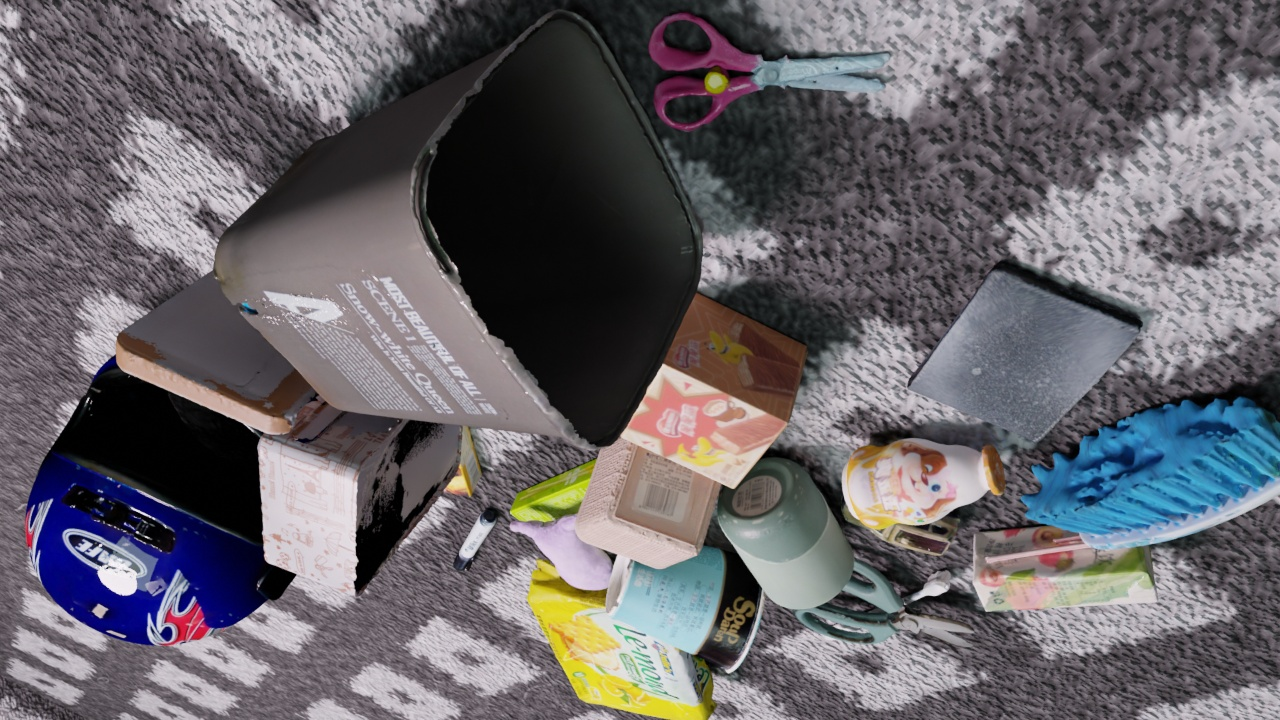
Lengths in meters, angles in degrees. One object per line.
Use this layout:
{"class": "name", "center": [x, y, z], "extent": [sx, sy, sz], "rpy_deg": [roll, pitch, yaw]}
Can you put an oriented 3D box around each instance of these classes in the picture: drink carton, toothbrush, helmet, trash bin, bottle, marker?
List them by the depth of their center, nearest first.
{"class": "trash bin", "center": [-0.114, -0.064, 0.559], "extent": [0.220, 0.198, 0.199], "rpy_deg": [-5, 132, 35]}
{"class": "bottle", "center": [0.205, 0.087, 0.667], "extent": [0.109, 0.063, 0.063], "rpy_deg": [-15, 127, 34]}
{"class": "drink carton", "center": [0.318, 0.154, 0.695], "extent": [0.123, 0.053, 0.045], "rpy_deg": [-14, 127, 33]}
{"class": "toothbrush", "center": [0.223, 0.229, 0.845], "extent": [0.016, 0.016, 0.181], "rpy_deg": [37, 139, -2]}
{"class": "helmet", "center": [-0.432, 0.130, 0.854], "extent": [0.247, 0.239, 0.316], "rpy_deg": [25, 138, -6]}
{"class": "marker", "center": [-0.175, 0.193, 0.973], "extent": [0.022, 0.018, 0.131], "rpy_deg": [22, 140, -12]}

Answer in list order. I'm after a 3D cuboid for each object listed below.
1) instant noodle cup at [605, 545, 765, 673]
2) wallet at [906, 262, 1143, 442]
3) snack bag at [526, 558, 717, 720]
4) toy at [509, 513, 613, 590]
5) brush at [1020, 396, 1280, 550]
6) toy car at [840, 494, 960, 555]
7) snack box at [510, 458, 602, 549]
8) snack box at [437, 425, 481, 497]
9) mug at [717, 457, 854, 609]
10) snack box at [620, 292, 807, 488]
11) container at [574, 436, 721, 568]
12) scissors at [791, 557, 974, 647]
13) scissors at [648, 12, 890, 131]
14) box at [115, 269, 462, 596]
{"class": "instant noodle cup", "center": [0.036, 0.205, 0.817], "extent": [0.120, 0.111, 0.111], "rpy_deg": [20, 139, -7]}
{"class": "wallet", "center": [0.243, -0.002, 0.592], "extent": [0.097, 0.019, 0.121], "rpy_deg": [22, 137, 1]}
{"class": "snack bag", "center": [-0.014, 0.295, 0.973], "extent": [0.158, 0.068, 0.247], "rpy_deg": [3, 135, 22]}
{"class": "toy", "center": [-0.064, 0.180, 0.855], "extent": [0.084, 0.038, 0.108], "rpy_deg": [-9, 133, 29]}
{"class": "brush", "center": [0.402, 0.053, 0.560], "extent": [0.109, 0.060, 0.316], "rpy_deg": [34, 135, -21]}
{"class": "toy car", "center": [0.204, 0.125, 0.728], "extent": [0.090, 0.035, 0.042], "rpy_deg": [18, 137, 8]}
{"class": "snack box", "center": [-0.043, 0.137, 0.851], "extent": [0.086, 0.026, 0.157], "rpy_deg": [42, 135, -21]}
{"class": "snack box", "center": [-0.202, 0.066, 0.842], "extent": [0.087, 0.033, 0.141], "rpy_deg": [9, 135, 13]}
{"class": "mug", "center": [0.107, 0.135, 0.753], "extent": [0.112, 0.082, 0.106], "rpy_deg": [14, 146, 50]}
{"class": "snack box", "center": [0.051, 0.023, 0.654], "extent": [0.094, 0.076, 0.093], "rpy_deg": [25, 138, -3]}
{"class": "container", "center": [0.009, 0.107, 0.721], "extent": [0.090, 0.089, 0.111], "rpy_deg": [21, 162, -6]}
{"class": "scissors", "center": [0.206, 0.210, 0.810], "extent": [0.179, 0.019, 0.161], "rpy_deg": [-2, 127, 37]}
{"class": "scissors", "center": [0.069, -0.165, 0.501], "extent": [0.137, 0.017, 0.072], "rpy_deg": [-2, 124, 19]}
{"class": "box", "center": [-0.253, 0.047, 0.702], "extent": [0.217, 0.180, 0.158], "rpy_deg": [25, 124, 1]}
